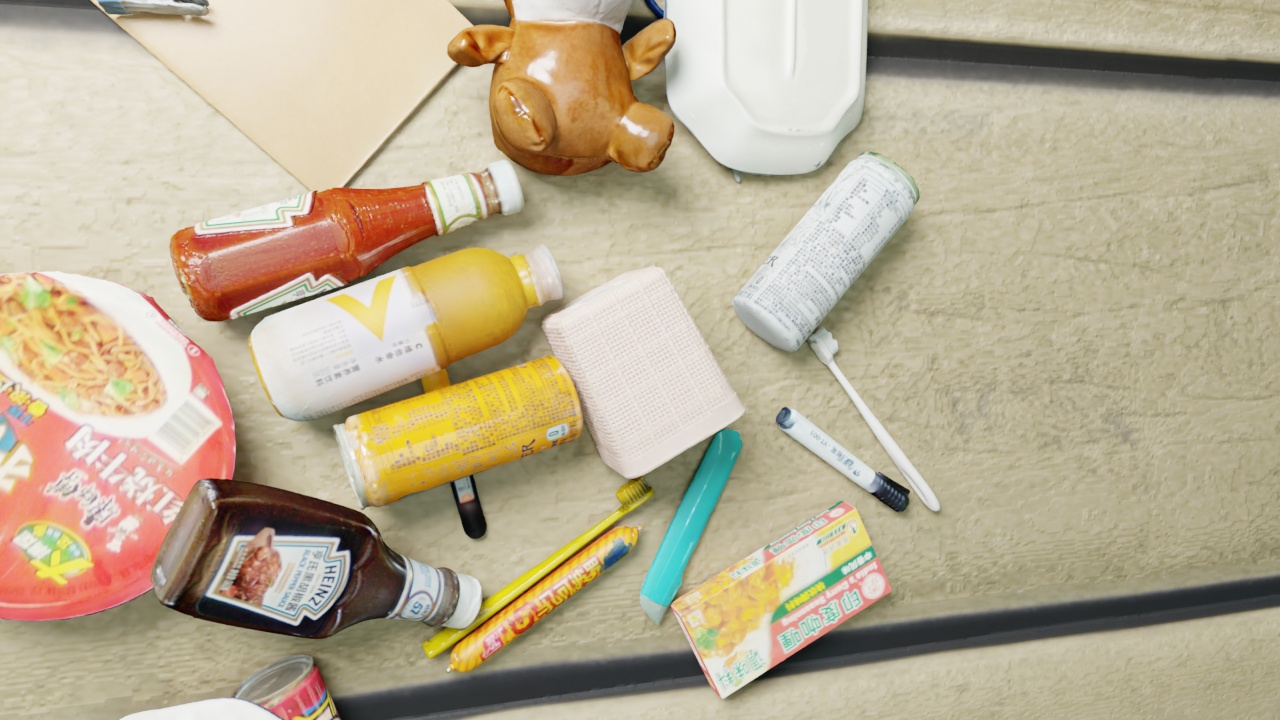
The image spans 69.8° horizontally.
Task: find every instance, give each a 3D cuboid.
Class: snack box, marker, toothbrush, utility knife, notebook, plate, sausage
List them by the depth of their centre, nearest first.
[{"bbox_3d":[-0.254,0.304,0.549,0.205,0.045,0.205,1,103,4],"label":"plate"},{"bbox_3d":[-0.224,-0.222,0.556,0.211,0.012,0.149,42,84,-16],"label":"notebook"},{"bbox_3d":[-0.124,0.062,0.614,0.018,0.015,0.124,-16,102,-16],"label":"marker"},{"bbox_3d":[0.096,-0.262,0.624,0.161,0.034,0.266,-1,95,-24],"label":"plate"},{"bbox_3d":[-0.070,0.141,0.637,0.190,0.016,0.016,-36,99,-10],"label":"toothbrush"},{"bbox_3d":[-0.066,0.164,0.637,0.165,0.021,0.021,-36,104,-10],"label":"sausage"},{"bbox_3d":[0.036,0.119,0.668,0.029,0.013,0.151,28,85,-20],"label":"utility knife"},{"bbox_3d":[0.106,0.177,0.686,0.155,0.027,0.077,-29,104,-12],"label":"snack box"},{"bbox_3d":[0.155,0.075,0.695,0.130,0.018,0.022,37,76,-17],"label":"marker"},{"bbox_3d":[0.182,0.047,0.702,0.016,0.016,0.180,-41,104,-15],"label":"toothbrush"}]

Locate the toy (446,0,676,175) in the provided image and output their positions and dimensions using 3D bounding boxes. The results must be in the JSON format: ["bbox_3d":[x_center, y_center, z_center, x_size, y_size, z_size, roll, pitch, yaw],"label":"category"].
[{"bbox_3d":[-0.044,-0.216,0.557,0.140,0.131,0.199,1,86,-33],"label":"toy"}]

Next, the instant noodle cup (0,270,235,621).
[{"bbox_3d":[-0.330,0.046,0.524,0.193,0.066,0.194,-2,97,-15],"label":"instant noodle cup"}]

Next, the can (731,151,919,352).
[{"bbox_3d":[0.131,-0.077,0.651,0.058,0.058,0.146,42,83,-16],"label":"can"}]

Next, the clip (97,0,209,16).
[{"bbox_3d":[-0.278,-0.208,0.527,0.058,0.027,0.045,3,89,-19],"label":"clip"}]

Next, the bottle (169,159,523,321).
[{"bbox_3d":[-0.173,-0.080,0.562,0.205,0.060,0.060,-19,101,-14],"label":"bottle"}]

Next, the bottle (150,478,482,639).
[{"bbox_3d":[-0.182,0.129,0.554,0.194,0.044,0.080,27,90,-41],"label":"bottle"}]

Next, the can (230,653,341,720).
[{"bbox_3d":[-0.210,0.260,0.587,0.053,0.053,0.133,-21,101,-14],"label":"can"}]

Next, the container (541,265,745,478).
[{"bbox_3d":[-0.004,0.004,0.606,0.090,0.090,0.111,-29,99,-12],"label":"container"}]

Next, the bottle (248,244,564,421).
[{"bbox_3d":[-0.140,-0.024,0.571,0.189,0.068,0.068,-22,101,-13],"label":"bottle"}]

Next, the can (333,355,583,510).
[{"bbox_3d":[-0.112,0.044,0.575,0.145,0.058,0.058,-18,100,-20],"label":"can"}]

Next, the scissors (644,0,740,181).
[{"bbox_3d":[0.060,-0.215,0.641,0.173,0.012,0.124,44,82,-18],"label":"scissors"}]
